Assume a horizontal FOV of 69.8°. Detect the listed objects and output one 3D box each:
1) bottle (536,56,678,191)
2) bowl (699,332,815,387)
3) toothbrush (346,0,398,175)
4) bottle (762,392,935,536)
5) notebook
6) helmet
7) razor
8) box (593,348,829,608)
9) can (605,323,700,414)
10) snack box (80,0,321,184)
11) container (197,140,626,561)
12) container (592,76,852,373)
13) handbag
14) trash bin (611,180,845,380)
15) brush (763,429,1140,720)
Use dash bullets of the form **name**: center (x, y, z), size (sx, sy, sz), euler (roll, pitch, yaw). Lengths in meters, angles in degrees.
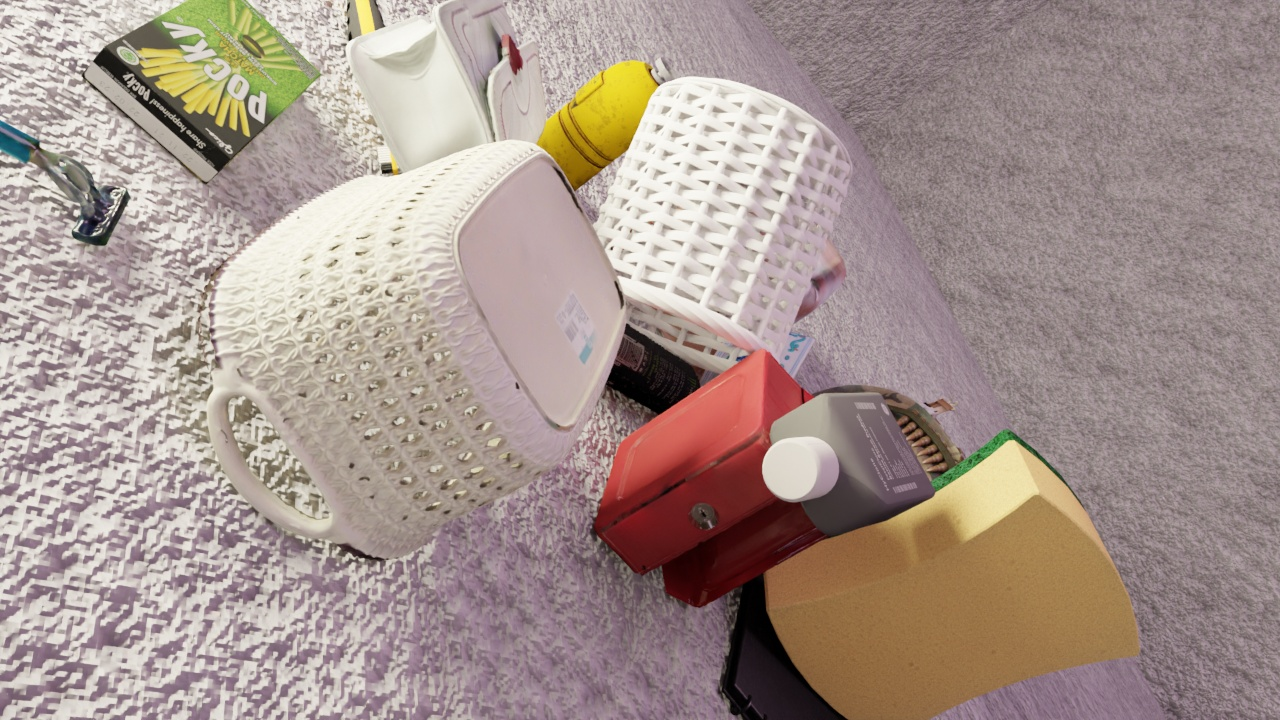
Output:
- **bottle**: center (-0.037, -0.224, 0.862), size (0.071, 0.164, 0.071), euler (42, 28, -29)
- **bowl**: center (0.098, 0.025, 0.874), size (0.074, 0.144, 0.143), euler (30, 23, 9)
- **toothbrush**: center (-0.206, -0.222, 0.713), size (0.030, 0.031, 0.196), euler (-9, 63, -16)
- **bottle**: center (0.129, 0.065, 0.587), size (0.173, 0.046, 0.083), euler (5, 56, -58)
- **notebook**: center (0.149, 0.300, 0.752), size (0.231, 0.019, 0.168), euler (52, 23, -10)
- **helmet**: center (0.220, 0.129, 0.877), size (0.224, 0.193, 0.235), euler (33, 31, 15)
- **razor**: center (-0.299, -0.106, 0.406), size (0.144, 0.022, 0.042), euler (37, 30, -35)
- **box**: center (0.053, 0.080, 0.676), size (0.117, 0.158, 0.135), euler (37, 30, -28)
- **can**: center (-0.005, 0.004, 0.779), size (0.137, 0.054, 0.053), euler (32, 34, -44)
- **snack box**: center (-0.258, -0.174, 0.559), size (0.080, 0.025, 0.147), euler (45, 27, -24)
- **container**: center (-0.106, -0.019, 0.512), size (0.185, 0.143, 0.251), euler (63, 21, -20)
- **container**: center (0.058, -0.105, 0.769), size (0.189, 0.190, 0.186), euler (31, 78, -44)
- **handbag**: center (-0.134, -0.210, 0.725), size (0.198, 0.096, 0.142), euler (-84, 153, -63)
- **trash bin**: center (0.110, -0.109, 1.009), size (0.181, 0.158, 0.259), euler (57, 25, 1)
- **brush**: center (0.243, 0.189, 0.736), size (0.195, 0.251, 0.075), euler (50, 23, -24)
